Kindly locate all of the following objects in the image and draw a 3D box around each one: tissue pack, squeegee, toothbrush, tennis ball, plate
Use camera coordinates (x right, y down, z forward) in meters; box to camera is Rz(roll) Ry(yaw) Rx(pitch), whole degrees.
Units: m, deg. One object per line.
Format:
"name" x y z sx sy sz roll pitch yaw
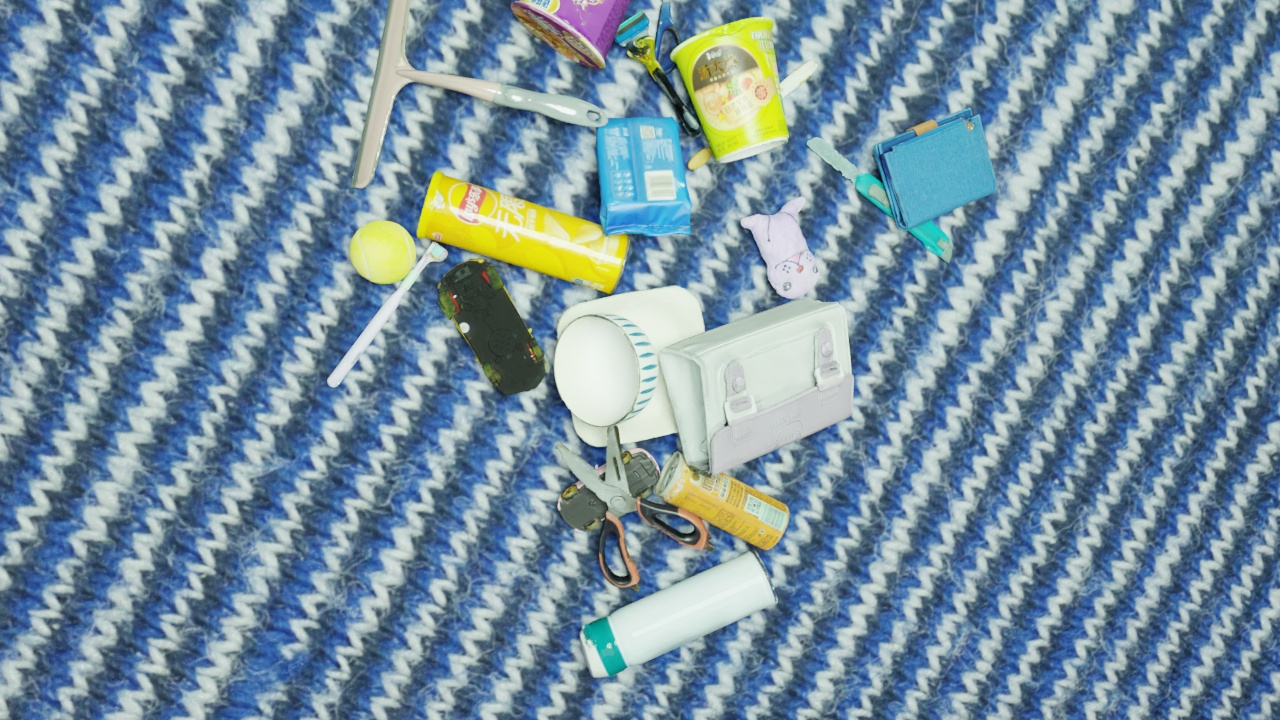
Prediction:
"tissue pack" 0.000 -0.194 0.965 0.095 0.052 0.157 -3 62 -8
"squeegee" -0.155 -0.275 0.938 0.249 0.040 0.247 12 93 -2
"toothbrush" 0.124 -0.273 1.018 0.191 0.018 0.016 -41 103 -6
"tennis ball" -0.264 -0.111 0.942 0.065 0.065 0.065 -1 96 -10
"plate" -0.006 0.006 1.013 0.164 0.034 0.163 -10 97 -9
"toothbrush" -0.270 -0.047 0.972 0.021 0.029 0.189 38 90 29

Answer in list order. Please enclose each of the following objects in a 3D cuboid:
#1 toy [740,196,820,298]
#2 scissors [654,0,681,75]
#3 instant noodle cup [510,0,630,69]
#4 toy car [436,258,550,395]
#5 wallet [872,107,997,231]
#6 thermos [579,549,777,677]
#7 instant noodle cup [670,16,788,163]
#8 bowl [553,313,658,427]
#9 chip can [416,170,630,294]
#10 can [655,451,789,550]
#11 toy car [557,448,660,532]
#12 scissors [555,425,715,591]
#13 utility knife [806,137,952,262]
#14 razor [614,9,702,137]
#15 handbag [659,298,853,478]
"toy" 0.165 -0.122 1.027 0.083 0.039 0.108 -25 98 -15
"scissors" 0.014 -0.396 0.986 0.162 0.012 0.173 7 96 -9
"instant noodle cup" -0.060 -0.367 0.923 0.111 0.111 0.099 30 93 -11
"toy car" -0.158 -0.034 0.979 0.071 0.041 0.156 -31 98 -5
"wallet" 0.335 -0.218 1.044 0.133 0.040 0.106 -24 101 -16
"thermos" 0.040 0.290 1.035 0.224 0.073 0.073 -23 99 -6
"instant noodle cup" 0.102 -0.276 0.958 0.111 0.112 0.123 -18 94 -8
"bowl" -0.026 0.007 0.947 0.066 0.117 0.116 -11 100 -50
"chip can" -0.121 -0.132 0.962 0.213 0.072 0.072 16 93 -12
"can" 0.093 0.158 1.033 0.146 0.058 0.058 28 90 -11
"toy car" -0.036 0.142 1.022 0.122 0.037 0.056 -33 102 8
"scissors" -0.013 0.167 0.999 0.227 0.015 0.189 26 116 -13
"utility knife" 0.278 -0.185 1.051 0.223 0.013 0.029 35 86 -11
"razor" 0.024 -0.301 0.981 0.043 0.022 0.143 -34 99 3
"handbag" 0.133 0.028 0.989 0.196 0.098 0.145 -20 111 -25
